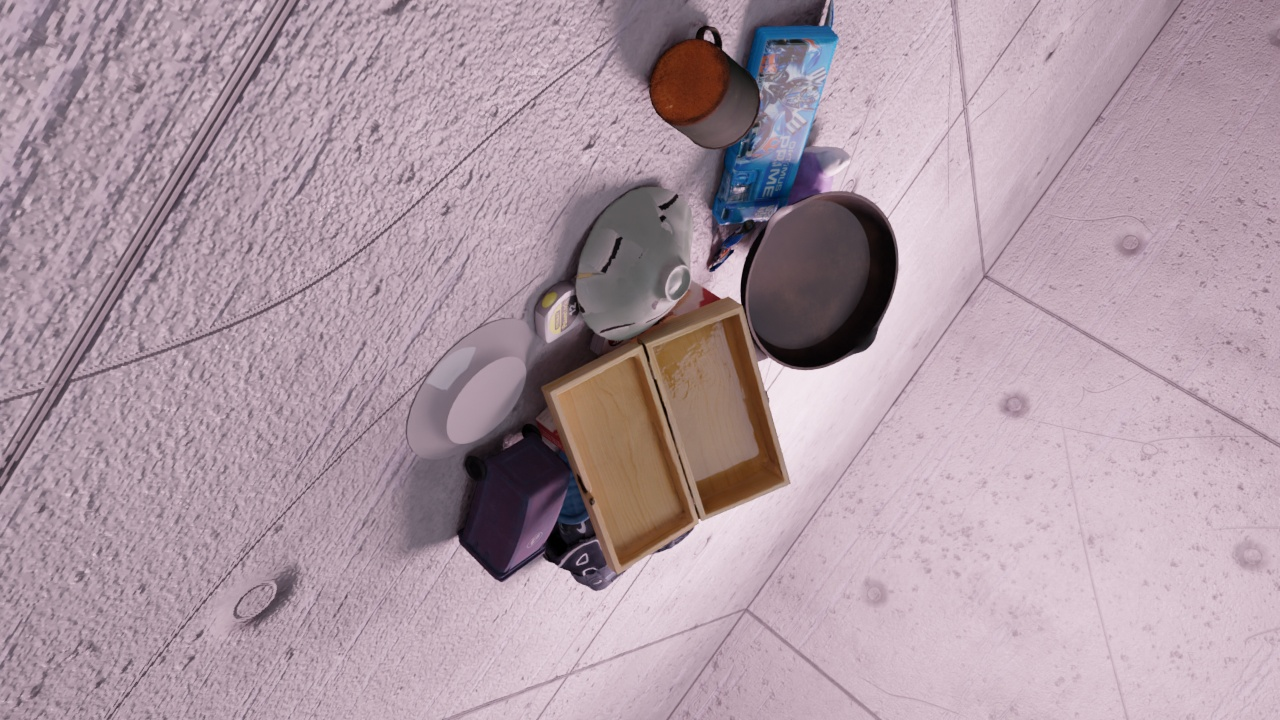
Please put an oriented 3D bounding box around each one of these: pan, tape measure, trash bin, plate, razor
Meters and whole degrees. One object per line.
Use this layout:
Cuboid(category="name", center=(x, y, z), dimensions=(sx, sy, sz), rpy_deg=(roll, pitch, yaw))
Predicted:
Cuboid(category="pan", center=(0.174, -0.055, 1.144), dimensions=(0.356, 0.043, 0.248), rpy_deg=(-46, 123, -4))
Cuboid(category="tape measure", center=(-0.029, -0.040, 1.077), dimensions=(0.060, 0.020, 0.062), rpy_deg=(-25, 144, -48))
Cuboid(category="trash bin", center=(-0.149, 0.168, 1.062), dimensions=(0.093, 0.092, 0.161), rpy_deg=(-30, 152, -44))
Cuboid(category="tape measure", center=(-0.082, -0.055, 0.961), dimensions=(0.064, 0.017, 0.064), rpy_deg=(-38, 153, -32))
Cuboid(category="plate", center=(-0.162, 0.036, 0.934), dimensions=(0.172, 0.019, 0.173), rpy_deg=(-42, 154, -26))
Cuboid(category="razor", center=(0.117, -0.150, 1.157), dimensions=(0.043, 0.018, 0.141), rpy_deg=(-45, 179, -17))

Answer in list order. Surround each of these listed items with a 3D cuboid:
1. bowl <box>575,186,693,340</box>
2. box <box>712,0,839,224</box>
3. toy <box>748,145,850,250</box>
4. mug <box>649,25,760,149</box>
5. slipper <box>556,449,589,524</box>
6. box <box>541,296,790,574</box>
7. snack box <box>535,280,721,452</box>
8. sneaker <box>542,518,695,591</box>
Cuboid(category="bowl", center=(0.017, -0.093, 0.972), dimensions=(0.173, 0.068, 0.174), rpy_deg=(-25, 129, -36))
Cuboid(category="box", center=(0.173, -0.277, 1.063), dimensions=(0.166, 0.075, 0.244), rpy_deg=(-37, 153, -36))
Cuboid(category="toy", center=(0.206, -0.188, 1.224), dimensions=(0.137, 0.085, 0.209), rpy_deg=(-66, 179, -77))
Cuboid(category="mug", center=(0.061, -0.265, 0.868), dimensions=(0.081, 0.085, 0.111), rpy_deg=(7, 86, -62))
Cuboid(category="slipper", center=(-0.057, 0.129, 1.164), dimensions=(0.214, 0.104, 0.059), rpy_deg=(-51, -168, 21))
Cuboid(category="box", center=(0.037, 0.086, 1.070), dimensions=(0.256, 0.076, 0.247), rpy_deg=(-27, 114, -20))
Cuboid(category="snack box", center=(-0.007, 0.007, 1.118), dimensions=(0.272, 0.077, 0.044), rpy_deg=(-44, 151, -20))
Cuboid(category="sneaker", center=(-0.043, 0.223, 1.279), dimensions=(0.253, 0.097, 0.150), rpy_deg=(-39, 136, 26))
